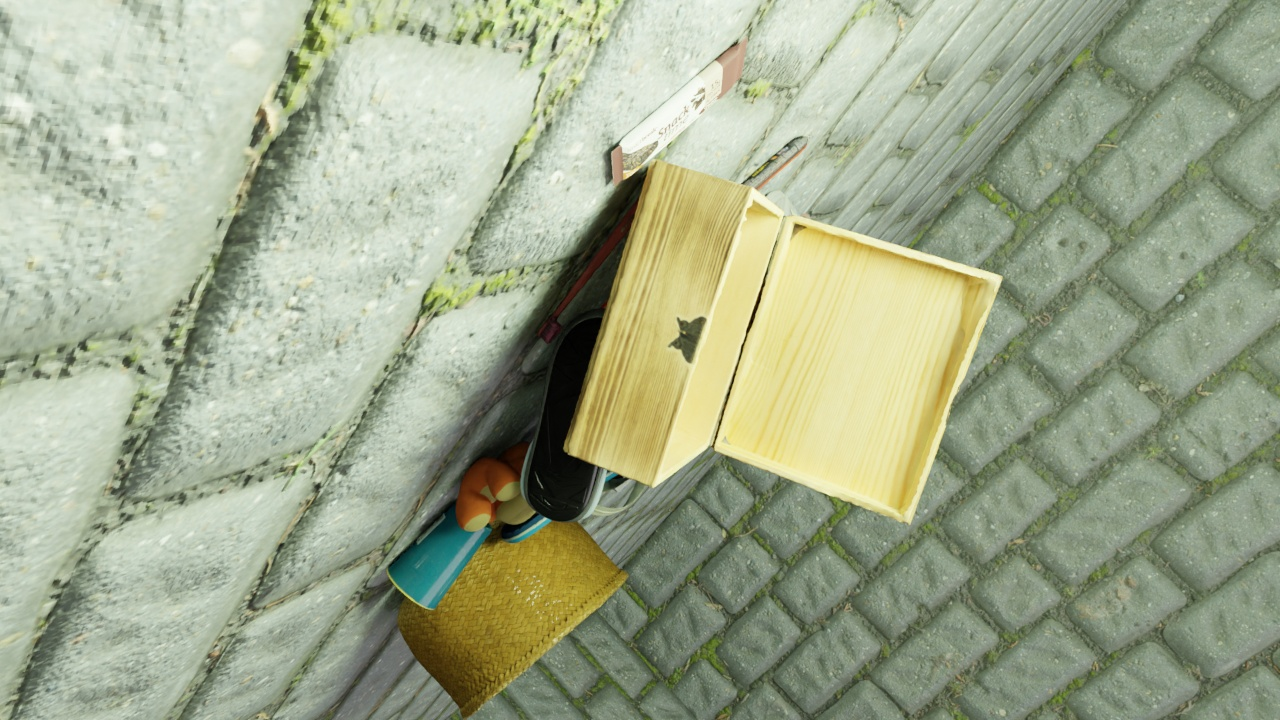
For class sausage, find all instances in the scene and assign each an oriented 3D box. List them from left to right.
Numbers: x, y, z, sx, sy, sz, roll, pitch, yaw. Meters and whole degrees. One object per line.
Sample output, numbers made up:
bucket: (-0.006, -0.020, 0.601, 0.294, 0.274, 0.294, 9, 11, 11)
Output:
sausage: (0.148, -0.221, 1.083, 0.155, 0.020, 0.020, -42, 167, -15)

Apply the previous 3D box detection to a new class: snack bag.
snack bag: (0.034, -0.209, 0.774, 0.157, 0.013, 0.057, -43, 165, -13)

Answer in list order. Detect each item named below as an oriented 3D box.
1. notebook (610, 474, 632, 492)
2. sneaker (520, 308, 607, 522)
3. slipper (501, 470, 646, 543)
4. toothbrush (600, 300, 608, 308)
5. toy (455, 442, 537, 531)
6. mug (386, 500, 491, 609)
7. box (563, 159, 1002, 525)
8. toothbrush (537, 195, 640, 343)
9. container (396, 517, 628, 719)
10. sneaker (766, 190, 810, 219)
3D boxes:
notebook: (0.002, 0.115, 1.461, 0.208, 0.022, 0.172, -42, -159, -15)
sneaker: (-0.058, 0.050, 1.062, 0.160, 0.093, 0.257, -57, 163, -72)
slipper: (-0.054, 0.167, 1.229, 0.294, 0.060, 0.118, -34, -166, -17)
toothbrush: (0.024, -0.121, 1.016, 0.212, 0.012, 0.018, -46, 167, -1)
toy: (-0.157, 0.150, 1.129, 0.112, 0.096, 0.175, -45, 179, 19)
mug: (-0.247, 0.238, 1.145, 0.121, 0.078, 0.078, -50, 167, -4)
box: (0.154, -0.002, 0.896, 0.285, 0.336, 0.279, -18, 125, -75)
toothbrush: (-0.043, -0.089, 0.892, 0.190, 0.016, 0.016, -51, 165, 22)
container: (-0.194, 0.341, 1.314, 0.306, 0.196, 0.307, -42, 172, -7)
sneaker: (0.199, -0.164, 1.260, 0.099, 0.089, 0.235, -50, 167, 18)
